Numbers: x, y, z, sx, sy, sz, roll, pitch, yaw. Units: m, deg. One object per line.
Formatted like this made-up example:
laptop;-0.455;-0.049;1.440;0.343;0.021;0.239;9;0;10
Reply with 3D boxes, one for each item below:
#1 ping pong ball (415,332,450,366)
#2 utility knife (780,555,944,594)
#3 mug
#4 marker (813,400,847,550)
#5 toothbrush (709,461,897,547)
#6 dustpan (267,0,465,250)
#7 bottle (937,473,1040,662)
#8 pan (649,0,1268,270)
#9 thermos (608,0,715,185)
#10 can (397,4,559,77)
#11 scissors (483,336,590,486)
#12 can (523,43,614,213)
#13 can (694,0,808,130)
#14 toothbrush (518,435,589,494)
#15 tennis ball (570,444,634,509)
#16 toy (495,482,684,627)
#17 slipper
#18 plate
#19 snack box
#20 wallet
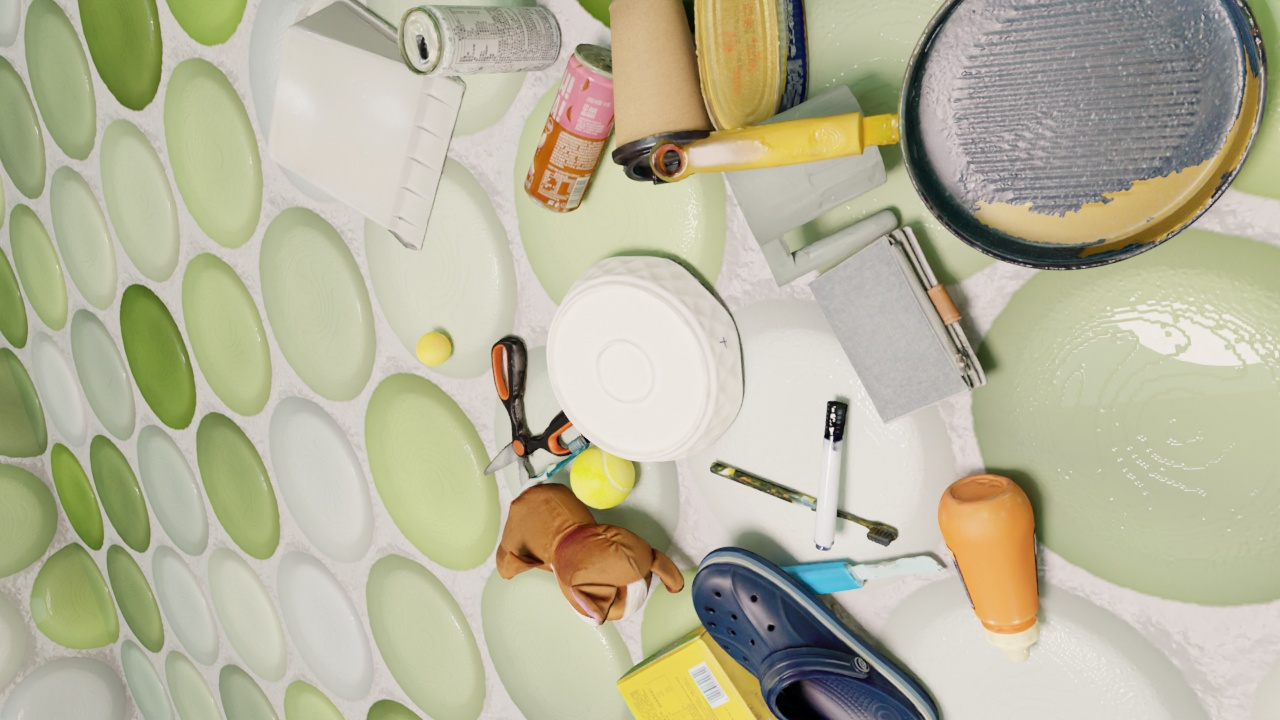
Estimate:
ping pong ball;-0.243;-0.013;1.077;0.040;0.040;0.040;16;115;36
utility knife;0.166;0.194;0.818;0.224;0.018;0.034;-20;103;43
mug;0.125;-0.127;0.678;0.103;0.083;0.124;-25;117;11
marker;0.161;0.097;0.774;0.018;0.022;0.131;16;109;48
toothbrush;0.139;0.126;0.817;0.186;0.017;0.012;18;133;34
dustpan;-0.321;-0.296;1.062;0.258;0.142;0.223;24;125;-2
bottle;0.270;0.162;0.693;0.067;0.066;0.149;-5;110;41
pan;0.182;-0.148;0.577;0.358;0.078;0.198;0;111;25
thermos;0.014;-0.222;0.753;0.093;0.092;0.143;-7;93;42
can;-0.140;-0.285;0.816;0.058;0.146;0.058;16;116;36
scissors;-0.125;0.078;1.027;0.221;0.021;0.232;-9;99;47
can;-0.058;-0.208;0.835;0.058;0.057;0.148;43;129;20
can;0.086;-0.244;0.704;0.075;0.049;0.148;5;109;39
toothbrush;-0.096;0.113;0.967;0.018;0.016;0.192;55;145;3
tennis ball;-0.039;0.118;0.934;0.065;0.065;0.065;16;115;36
toy;-0.060;0.207;0.933;0.200;0.139;0.130;14;117;44
slipper;0.140;0.274;0.805;0.253;0.095;0.105;36;122;12
plate;-0.005;0.005;0.858;0.205;0.045;0.205;12;114;28
snack box;0.091;0.373;0.914;0.210;0.069;0.158;55;132;11
wallet;0.197;-0.025;0.700;0.107;0.036;0.129;-34;82;53
